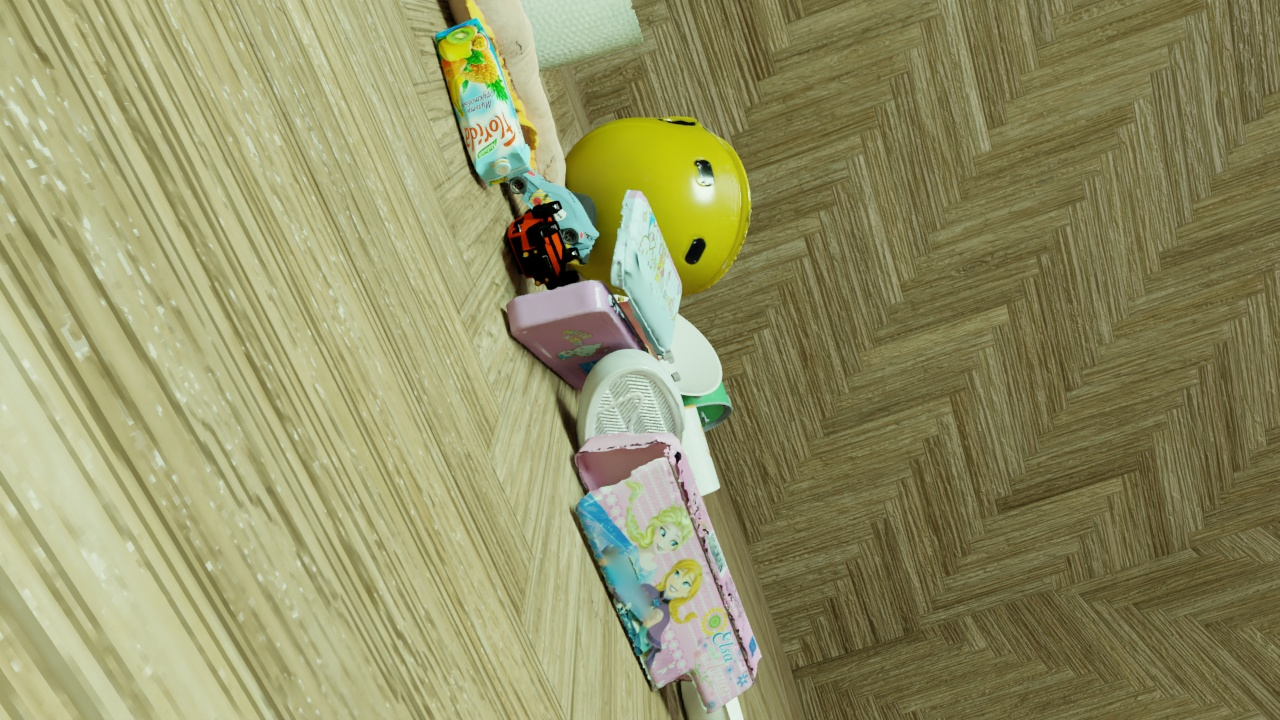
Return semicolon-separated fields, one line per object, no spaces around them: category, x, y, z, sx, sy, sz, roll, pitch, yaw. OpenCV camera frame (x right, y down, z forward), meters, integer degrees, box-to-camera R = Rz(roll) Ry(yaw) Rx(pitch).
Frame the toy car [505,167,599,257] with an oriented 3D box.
toy car;-0.076;-0.140;0.803;0.108;0.027;0.060;44;17;-10

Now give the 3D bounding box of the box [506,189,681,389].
box;-0.018;-0.038;0.711;0.062;0.140;0.214;43;-3;16

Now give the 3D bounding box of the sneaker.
sneaker;-0.004;0.071;0.776;0.090;0.089;0.242;-110;-176;-47

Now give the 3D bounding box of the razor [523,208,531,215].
razor;-0.082;-0.084;0.835;0.042;0.026;0.106;-104;178;-60

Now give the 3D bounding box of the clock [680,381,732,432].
clock;0.062;0.068;1.225;0.161;0.122;0.075;41;28;-65

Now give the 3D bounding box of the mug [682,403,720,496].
mug;0.041;0.113;1.094;0.082;0.082;0.105;19;54;-84

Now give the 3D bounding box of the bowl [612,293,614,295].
bowl;-0.020;-0.044;1.226;0.114;0.045;0.114;-18;89;-85

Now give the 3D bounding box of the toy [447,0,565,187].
toy;-0.124;-0.256;0.859;0.195;0.065;0.264;-78;156;-63

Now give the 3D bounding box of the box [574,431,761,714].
box;0.014;0.171;0.687;0.090;0.085;0.230;-50;127;-51

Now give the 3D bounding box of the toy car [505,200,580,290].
toy car;-0.078;-0.088;0.718;0.100;0.049;0.051;-98;168;-65

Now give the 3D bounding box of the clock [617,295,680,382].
clock;-0.005;0.005;0.890;0.158;0.081;0.117;-107;-178;-58

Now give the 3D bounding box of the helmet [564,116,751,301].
helmet;-0.009;-0.165;0.984;0.240;0.139;0.209;16;-79;56

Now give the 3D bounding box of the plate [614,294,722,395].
plate;0.016;-0.009;1.121;0.174;0.036;0.173;24;33;-17

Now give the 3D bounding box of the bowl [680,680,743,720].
bowl;0.061;0.305;0.814;0.110;0.040;0.110;-18;89;-85

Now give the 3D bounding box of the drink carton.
drink carton;-0.120;-0.196;0.702;0.038;0.044;0.128;52;18;-75

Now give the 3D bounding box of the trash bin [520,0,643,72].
trash bin;-0.094;-0.368;0.956;0.133;0.161;0.133;-18;89;-85

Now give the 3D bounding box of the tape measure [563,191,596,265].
tape measure;-0.069;-0.130;0.905;0.072;0.042;0.071;-18;126;-74
